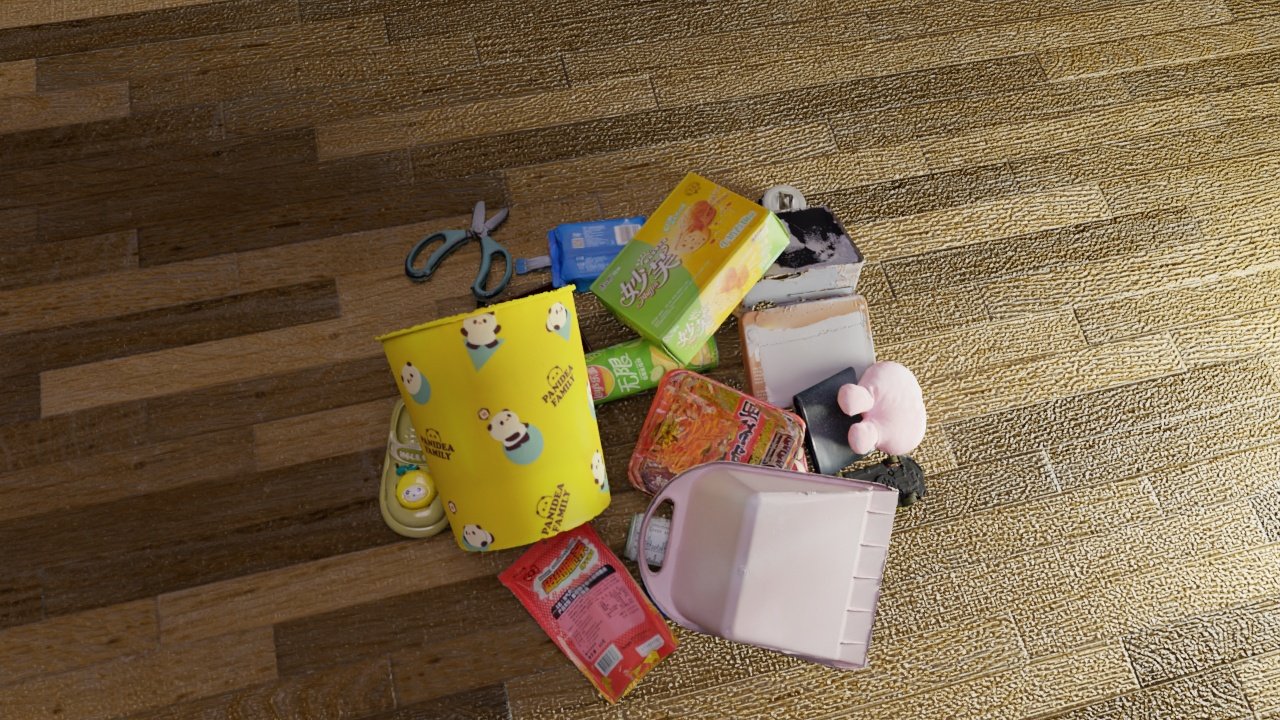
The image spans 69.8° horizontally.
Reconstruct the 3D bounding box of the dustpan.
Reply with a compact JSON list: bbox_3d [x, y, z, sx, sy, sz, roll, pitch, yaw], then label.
[{"bbox_3d":[0.146,0.226,1.079,0.273,0.139,0.222,14,89,-28],"label":"dustpan"}]

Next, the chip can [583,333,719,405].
[{"bbox_3d":[-0.007,0.007,1.188,0.221,0.073,0.072,-17,71,-11],"label":"chip can"}]

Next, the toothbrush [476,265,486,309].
[{"bbox_3d":[-0.214,-0.044,1.224,0.012,0.017,0.185,0,67,-2],"label":"toothbrush"}]

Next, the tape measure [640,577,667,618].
[{"bbox_3d":[0.031,0.282,1.108,0.054,0.025,0.058,-13,74,-12],"label":"tape measure"}]

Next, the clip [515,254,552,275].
[{"bbox_3d":[-0.143,-0.131,1.263,0.057,0.030,0.024,-8,67,3],"label":"clip"}]

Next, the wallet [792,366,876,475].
[{"bbox_3d":[0.251,0.081,1.175,0.097,0.019,0.121,-24,103,-22],"label":"wallet"}]

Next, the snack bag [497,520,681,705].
[{"bbox_3d":[-0.059,0.288,1.081,0.128,0.073,0.208,-42,72,-6],"label":"snack bag"}]

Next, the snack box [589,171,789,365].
[{"bbox_3d":[0.059,-0.119,1.148,0.210,0.070,0.158,-49,48,-4],"label":"snack box"}]

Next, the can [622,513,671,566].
[{"bbox_3d":[0.055,0.227,1.114,0.147,0.058,0.058,12,68,0],"label":"can"}]

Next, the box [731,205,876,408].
[{"bbox_3d":[0.205,-0.076,1.209,0.178,0.124,0.273,-9,70,-13],"label":"box"}]

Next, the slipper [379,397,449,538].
[{"bbox_3d":[-0.275,0.118,1.120,0.091,0.082,0.190,-2,66,-3],"label":"slipper"}]

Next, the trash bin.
[{"bbox_3d":[-0.153,0.064,1.046,0.229,0.230,0.255,-16,95,-11],"label":"trash bin"}]

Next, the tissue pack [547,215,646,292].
[{"bbox_3d":[-0.048,-0.143,1.254,0.157,0.052,0.095,-7,67,-10],"label":"tissue pack"}]

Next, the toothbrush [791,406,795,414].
[{"bbox_3d":[0.192,0.019,1.228,0.021,0.029,0.189,-33,69,23],"label":"toothbrush"}]

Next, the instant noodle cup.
[{"bbox_3d":[0.091,0.111,1.129,0.189,0.079,0.164,24,95,8],"label":"instant noodle cup"}]

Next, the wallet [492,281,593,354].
[{"bbox_3d":[-0.129,-0.042,1.227,0.096,0.020,0.122,-22,71,-18],"label":"wallet"}]

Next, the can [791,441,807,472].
[{"bbox_3d":[0.186,0.158,1.154,0.053,0.053,0.132,-3,69,-6],"label":"can"}]

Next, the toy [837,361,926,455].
[{"bbox_3d":[0.304,0.063,1.160,0.159,0.054,0.121,-7,82,-41],"label":"toy"}]

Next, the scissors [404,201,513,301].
[{"bbox_3d":[-0.249,-0.150,1.254,0.179,0.019,0.172,-5,61,0],"label":"scissors"}]

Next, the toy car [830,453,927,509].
[{"bbox_3d":[0.292,0.168,1.164,0.155,0.041,0.071,-16,70,-19],"label":"toy car"}]

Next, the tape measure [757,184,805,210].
[{"bbox_3d":[0.203,-0.217,1.315,0.065,0.034,0.066,3,69,-5],"label":"tape measure"}]
